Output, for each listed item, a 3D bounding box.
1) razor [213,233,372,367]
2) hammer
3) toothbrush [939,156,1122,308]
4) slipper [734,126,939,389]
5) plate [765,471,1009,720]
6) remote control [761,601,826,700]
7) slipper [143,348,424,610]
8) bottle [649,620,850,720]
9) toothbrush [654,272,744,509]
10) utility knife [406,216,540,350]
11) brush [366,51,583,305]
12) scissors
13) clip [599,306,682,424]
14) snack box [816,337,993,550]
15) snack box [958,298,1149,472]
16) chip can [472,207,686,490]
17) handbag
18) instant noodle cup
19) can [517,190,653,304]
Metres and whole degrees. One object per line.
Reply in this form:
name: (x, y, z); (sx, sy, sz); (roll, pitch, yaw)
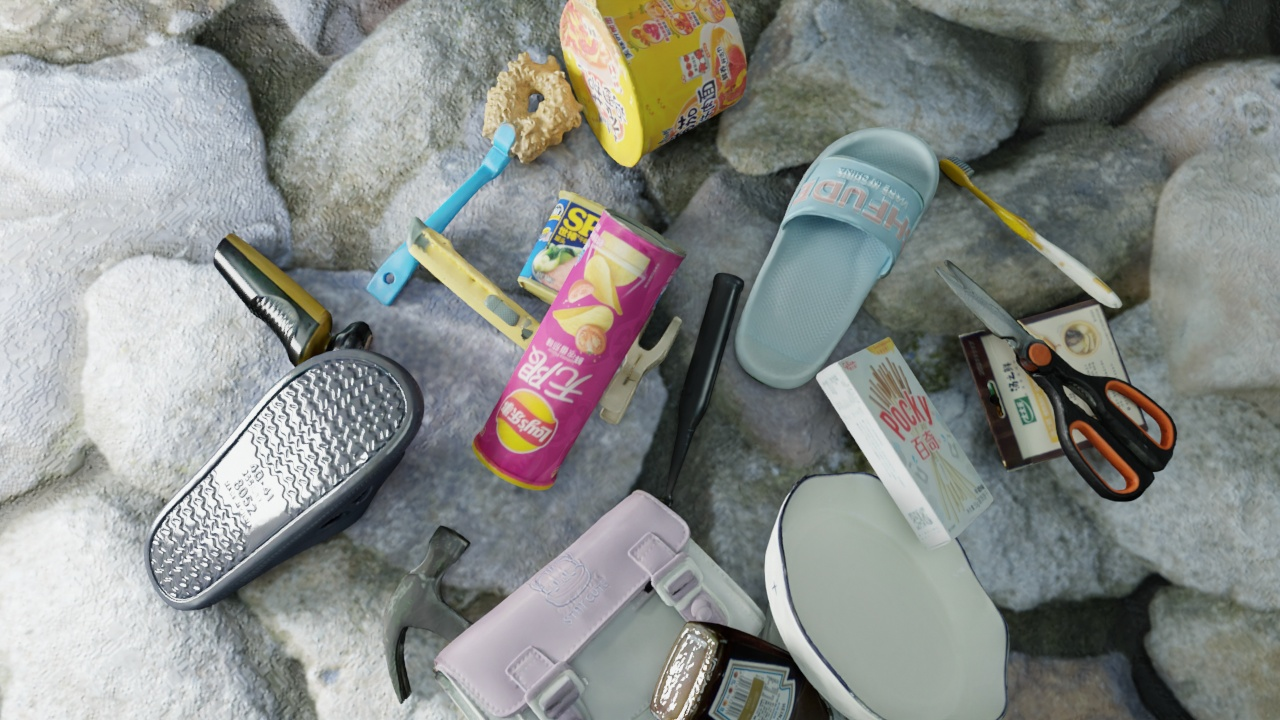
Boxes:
razor: (-0.285, -0.044, 0.749); (0.167, 0.062, 0.067); (41, 51, 12)
hammer: (-0.053, 0.263, 0.698); (0.323, 0.032, 0.126); (31, 81, 5)
toothbrush: (0.320, -0.109, 0.757); (0.018, 0.016, 0.191); (-34, 65, -17)
slipper: (0.156, -0.090, 0.745); (0.104, 0.074, 0.245); (30, 82, 6)
plate: (0.173, 0.176, 0.658); (0.204, 0.046, 0.204); (21, 42, -21)
remote control: (0.118, 0.238, 0.707); (0.058, 0.021, 0.150); (15, 79, -4)
slipper: (-0.267, 0.091, 0.713); (0.268, 0.083, 0.110); (-39, 73, 11)
bottle: (0.094, 0.241, 0.632); (0.194, 0.044, 0.079); (33, 76, -34)
toothbrush: (0.043, 0.031, 0.745); (0.026, 0.027, 0.212); (9, 76, 39)
utility knife: (-0.112, -0.041, 0.756); (0.210, 0.022, 0.031); (40, 94, -7)
brush: (-0.142, -0.151, 0.772); (0.083, 0.046, 0.254); (38, 86, 5)
scissors: (0.321, -0.001, 0.710); (0.141, 0.022, 0.235); (-19, 76, -17)
clip: (-0.004, 0.002, 0.742); (0.034, 0.072, 0.100); (30, 77, 5)
snack box: (0.208, 0.062, 0.718); (0.084, 0.027, 0.156); (-22, 77, -45)
snack box: (0.322, 0.021, 0.735); (0.125, 0.053, 0.113); (-15, 80, -3)
chip can: (-0.047, -0.006, 0.688); (0.071, 0.071, 0.211); (32, 105, 5)
handbag: (-0.028, 0.204, 0.652); (0.196, 0.099, 0.145); (-37, 73, -28)
instant noodle cup: (0.014, -0.242, 0.747); (0.109, 0.138, 0.138); (-26, 80, -13)
can: (-0.038, -0.078, 0.750); (0.102, 0.057, 0.083); (26, 82, 5)
